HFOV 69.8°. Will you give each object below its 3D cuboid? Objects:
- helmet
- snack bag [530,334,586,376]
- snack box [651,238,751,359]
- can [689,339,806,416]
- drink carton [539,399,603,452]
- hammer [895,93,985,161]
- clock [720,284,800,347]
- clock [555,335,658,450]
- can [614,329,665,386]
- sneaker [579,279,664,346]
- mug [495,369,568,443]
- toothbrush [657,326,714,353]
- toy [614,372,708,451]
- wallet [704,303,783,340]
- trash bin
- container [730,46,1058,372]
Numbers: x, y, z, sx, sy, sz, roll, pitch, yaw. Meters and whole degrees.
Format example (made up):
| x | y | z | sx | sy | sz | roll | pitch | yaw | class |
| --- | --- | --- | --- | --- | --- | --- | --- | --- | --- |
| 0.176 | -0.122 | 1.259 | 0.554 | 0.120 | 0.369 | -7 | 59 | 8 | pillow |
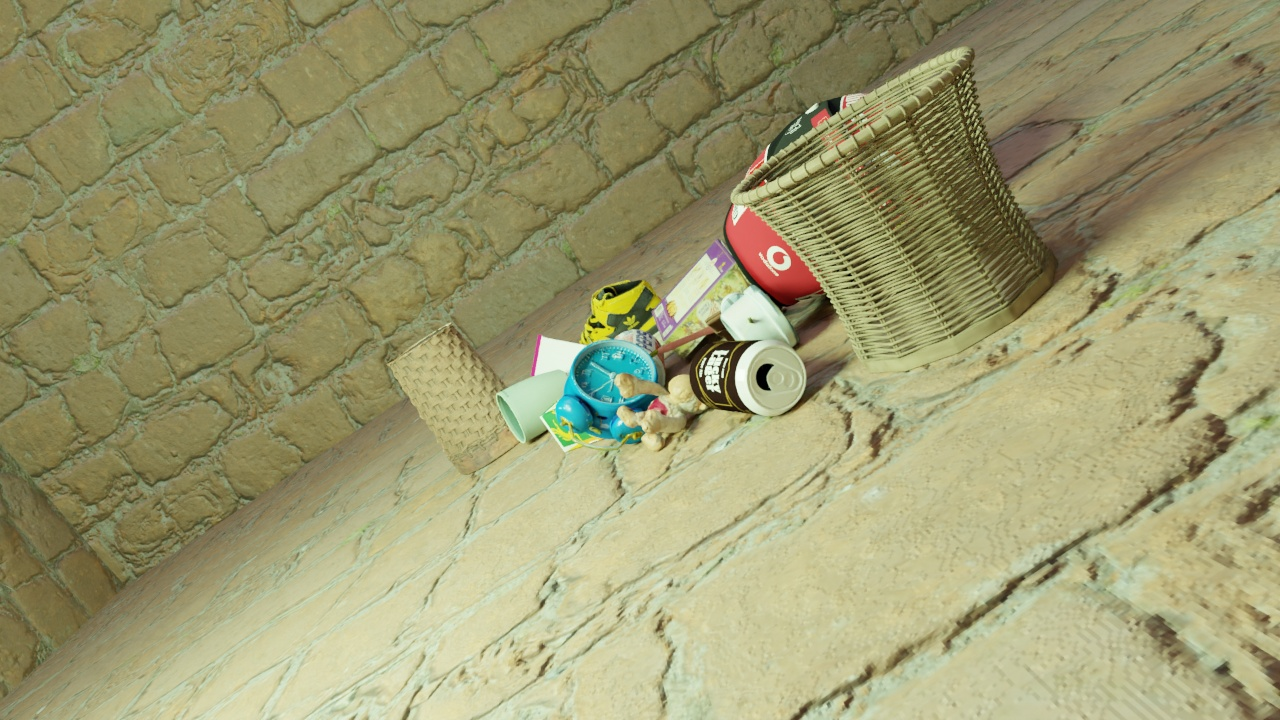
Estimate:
| x | y | z | sx | sy | sz | roll | pitch | yaw | class |
| --- | --- | --- | --- | --- | --- | --- | --- | --- | --- |
| 0.238 | -0.202 | 1.082 | 0.225 | 0.197 | 0.270 | -36 | 9 | 30 | helmet |
| -0.105 | 0.004 | 1.410 | 0.016 | 0.070 | 0.197 | 11 | 0 | -43 | snack bag |
| 0.083 | -0.089 | 1.265 | 0.148 | 0.040 | 0.143 | -48 | 17 | 12 | snack box |
| 0.102 | 0.016 | 0.892 | 0.071 | 0.072 | 0.129 | -37 | 12 | -16 | can |
| -0.065 | 0.070 | 1.162 | 0.123 | 0.058 | 0.041 | -22 | 16 | 45 | drink carton |
| 0.287 | -0.226 | 1.237 | 0.331 | 0.132 | 0.033 | -39 | 23 | 19 | hammer |
| 0.130 | -0.040 | 1.023 | 0.057 | 0.083 | 0.117 | -40 | 12 | 1 | clock |
| -0.035 | 0.043 | 1.063 | 0.060 | 0.117 | 0.161 | 97 | -176 | -48 | clock |
| -0.007 | 0.007 | 1.211 | 0.078 | 0.078 | 0.136 | -32 | 12 | 8 | can |
| -0.062 | -0.038 | 1.439 | 0.239 | 0.122 | 0.086 | -31 | 10 | 11 | sneaker |
| -0.152 | 0.070 | 1.383 | 0.103 | 0.084 | 0.111 | -29 | -19 | -21 | mug |
| 0.100 | -0.044 | 1.183 | 0.184 | 0.015 | 0.016 | -23 | 3 | -18 | toothbrush |
| 0.034 | 0.049 | 0.982 | 0.105 | 0.074 | 0.085 | -17 | 39 | -20 | toy |
| 0.130 | -0.059 | 1.133 | 0.087 | 0.013 | 0.121 | -32 | -17 | 11 | wallet |
| -0.284 | 0.054 | 1.455 | 0.151 | 0.210 | 0.151 | -32 | 12 | 7 | trash bin |
| 0.225 | -0.122 | 0.800 | 0.227 | 0.196 | 0.226 | -33 | 12 | 7 | container |
